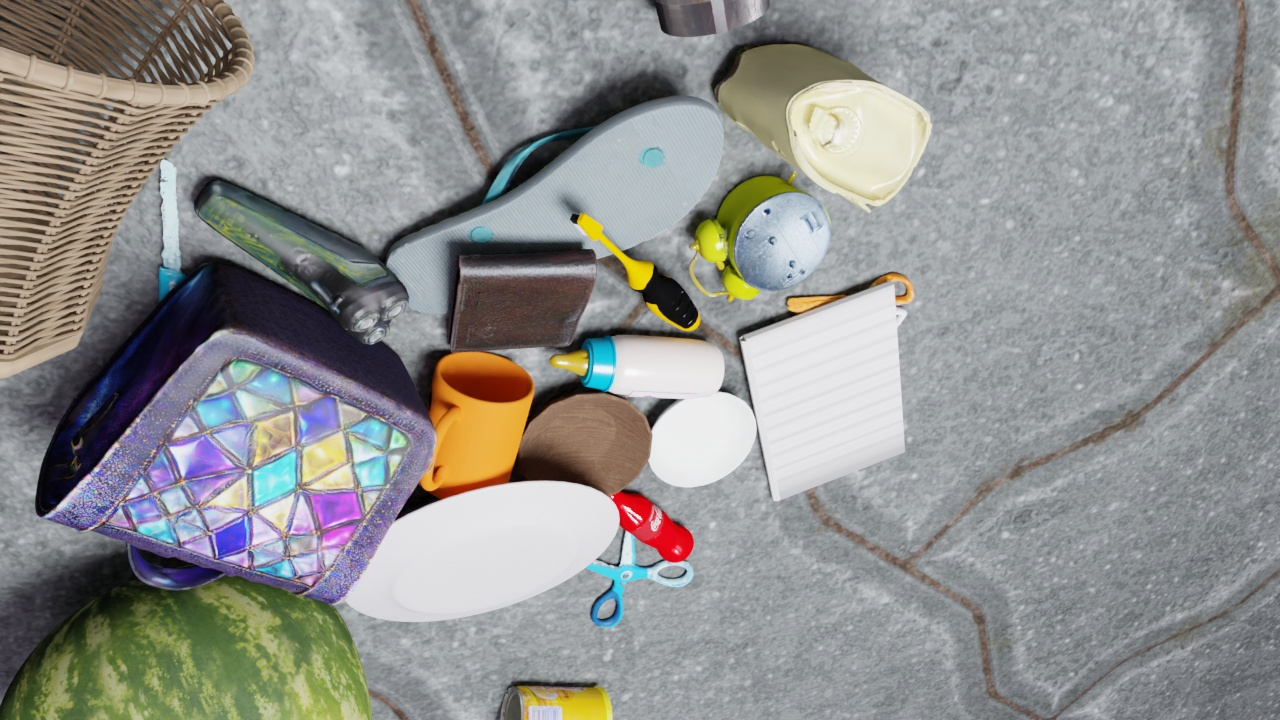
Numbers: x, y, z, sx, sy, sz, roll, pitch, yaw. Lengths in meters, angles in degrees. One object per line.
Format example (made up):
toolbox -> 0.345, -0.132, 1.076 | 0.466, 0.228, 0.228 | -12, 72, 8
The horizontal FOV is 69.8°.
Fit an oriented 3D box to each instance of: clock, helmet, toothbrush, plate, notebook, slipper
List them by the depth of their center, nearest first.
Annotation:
slipper -> -0.061, -0.111, 0.671 | 0.269, 0.054, 0.098 | -26, 131, 12
toothbrush -> 0.002, -0.063, 0.691 | 0.196, 0.031, 0.031 | 37, 73, -58
helmet -> -0.337, 0.274, 0.705 | 0.247, 0.214, 0.242 | 44, 63, 3
clock -> 0.092, -0.093, 0.723 | 0.119, 0.057, 0.083 | -37, 126, 6
plate -> -0.132, 0.175, 0.788 | 0.242, 0.016, 0.243 | -15, 147, -10
plate -> 0.052, 0.066, 0.831 | 0.104, 0.026, 0.104 | -9, 124, -14
notebook -> 0.175, 0.036, 0.856 | 0.142, 0.009, 0.210 | -20, 128, -4

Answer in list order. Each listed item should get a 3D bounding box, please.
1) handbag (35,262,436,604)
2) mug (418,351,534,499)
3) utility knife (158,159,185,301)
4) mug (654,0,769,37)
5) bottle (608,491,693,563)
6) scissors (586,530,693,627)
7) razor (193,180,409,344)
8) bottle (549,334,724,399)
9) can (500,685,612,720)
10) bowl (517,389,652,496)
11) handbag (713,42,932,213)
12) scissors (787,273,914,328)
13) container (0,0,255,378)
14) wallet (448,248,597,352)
handbag -> -0.278, 0.071, 0.644 | 0.204, 0.125, 0.222 | 32, 100, -38
mug -> -0.137, 0.059, 0.711 | 0.077, 0.112, 0.096 | 23, 117, 8
utility knife -> -0.326, -0.051, 0.634 | 0.022, 0.015, 0.181 | -4, 121, -25
mug -> 0.050, -0.280, 0.585 | 0.115, 0.080, 0.107 | -38, 132, -26
bottle -> 0.003, 0.150, 0.861 | 0.036, 0.036, 0.119 | -42, 125, 9
scissors -> -0.016, 0.222, 0.917 | 0.134, 0.011, 0.138 | 23, 113, -32
razor -> -0.231, -0.068, 0.625 | 0.151, 0.067, 0.054 | 35, 107, -25
bottle -> -0.004, 0.004, 0.756 | 0.146, 0.051, 0.051 | 3, 120, -21
can -> -0.086, 0.374, 0.956 | 0.105, 0.067, 0.068 | 11, 117, -25
bowl -> -0.049, 0.069, 0.793 | 0.117, 0.030, 0.118 | -7, 123, -11
handbag -> 0.123, -0.173, 0.647 | 0.111, 0.119, 0.081 | 12, 118, -30
scissors -> 0.184, -0.047, 0.813 | 0.127, 0.013, 0.064 | -3, 122, -18
container -> -0.346, -0.124, 0.459 | 0.226, 0.226, 0.197 | 24, 118, -30
wallet -> -0.090, -0.041, 0.682 | 0.099, 0.031, 0.120 | -3, 153, -18
